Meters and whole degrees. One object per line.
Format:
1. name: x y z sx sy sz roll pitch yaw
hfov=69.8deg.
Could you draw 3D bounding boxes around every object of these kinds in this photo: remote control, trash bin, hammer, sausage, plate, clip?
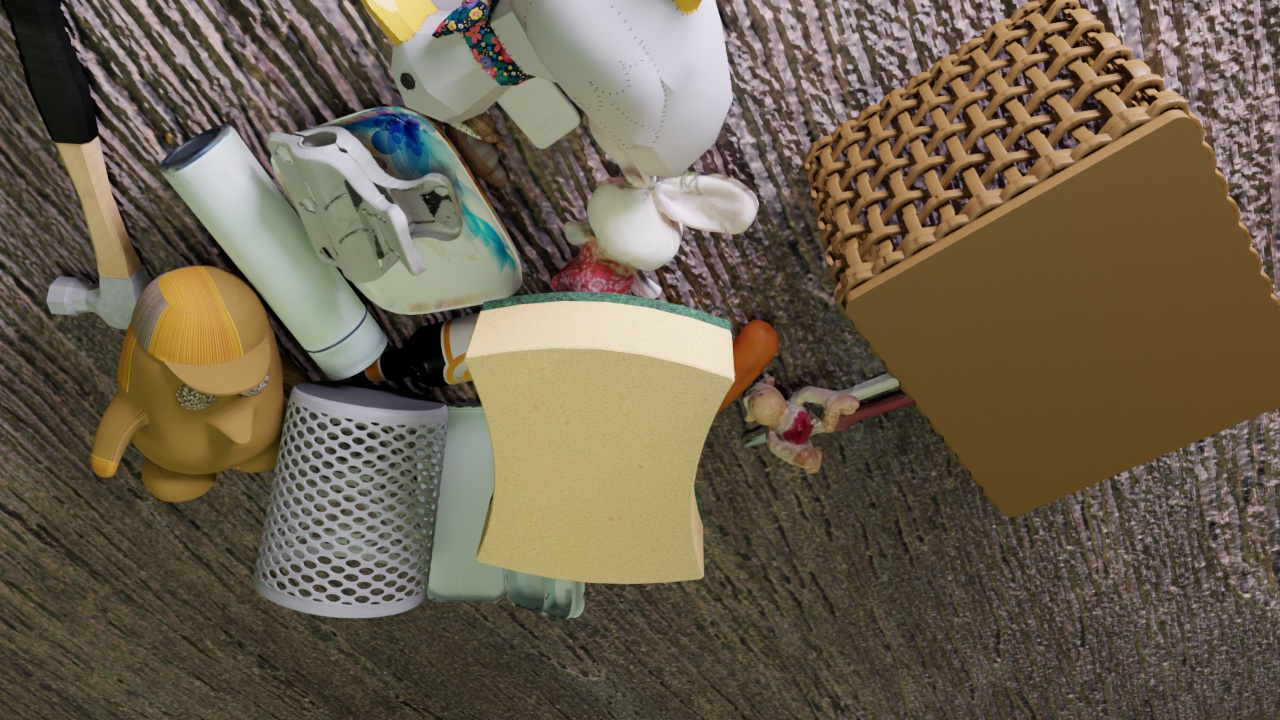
1. remote control: -0.106 -0.227 0.697 0.045 0.008 0.146 -29 121 24
2. trash bin: -0.263 0.120 0.851 0.156 0.156 0.183 10 95 -5
3. hammer: -0.454 -0.167 0.746 0.131 0.039 0.329 4 128 -1
4. sausage: 0.070 0.024 0.866 0.044 0.039 0.165 36 122 -16
5. plate: -0.196 -0.119 0.753 0.187 0.016 0.187 -6 130 31
6. clip: -0.214 -0.116 0.712 0.144 0.074 0.125 12 140 23

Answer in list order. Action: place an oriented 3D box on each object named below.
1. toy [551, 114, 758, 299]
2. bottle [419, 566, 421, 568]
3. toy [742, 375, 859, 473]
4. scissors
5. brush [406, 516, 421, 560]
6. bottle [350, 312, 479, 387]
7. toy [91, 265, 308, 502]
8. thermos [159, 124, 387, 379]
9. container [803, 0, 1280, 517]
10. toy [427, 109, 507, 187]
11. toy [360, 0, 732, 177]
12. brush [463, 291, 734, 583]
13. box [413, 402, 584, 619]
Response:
1. toy: -0.010 -0.102 0.748 0.159 0.084 0.195 33 128 2
2. bottle: -0.171 0.212 0.956 0.130 0.040 0.040 -7 128 9
3. toy: 0.141 0.048 0.863 0.106 0.074 0.085 33 90 20
4. scissors: 0.196 0.052 0.899 0.146 0.015 0.188 23 128 -16
5. brush: -0.125 0.156 0.970 0.272 0.056 0.083 -19 128 18
6. bottle: -0.182 -0.006 0.844 0.182 0.059 0.059 -12 127 12
7. toy: -0.375 0.013 0.799 0.162 0.198 0.204 43 135 26
8. thermos: -0.305 -0.085 0.783 0.068 0.067 0.230 -17 125 16
9. container: 0.285 -0.072 0.667 0.220 0.213 0.251 -31 121 24
10. toy: -0.131 -0.160 0.729 0.054 0.041 0.102 -38 138 -16
11. toy: -0.045 -0.221 0.619 0.268 0.140 0.246 -28 119 32
12. brush: -0.035 0.070 0.749 0.195 0.075 0.251 5 126 0
13. box: -0.137 0.145 0.904 0.193 0.061 0.210 -1 94 27
